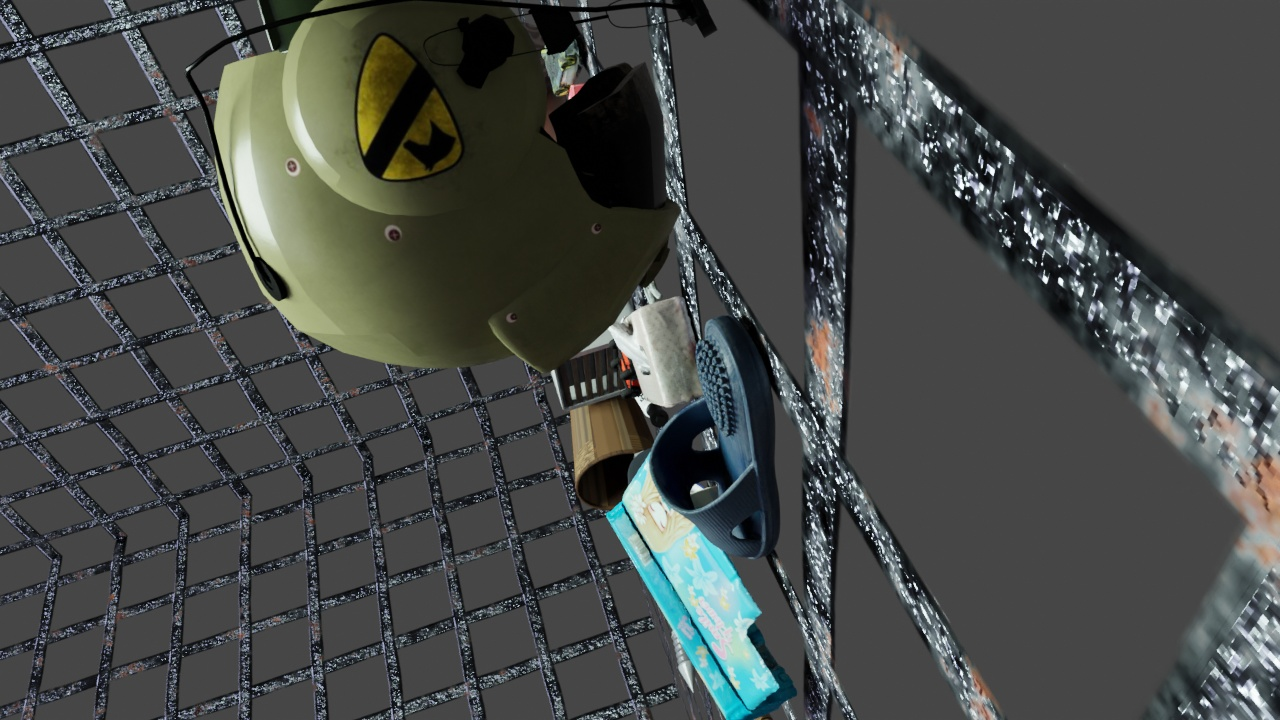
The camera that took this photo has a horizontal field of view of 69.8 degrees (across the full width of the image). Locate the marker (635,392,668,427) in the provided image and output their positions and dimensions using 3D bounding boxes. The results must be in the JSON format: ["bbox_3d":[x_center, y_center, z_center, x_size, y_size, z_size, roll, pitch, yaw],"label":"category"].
[{"bbox_3d":[0.011,0.053,1.157,0.126,0.025,0.025,-125,18,-67],"label":"marker"}]

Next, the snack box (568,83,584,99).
[{"bbox_3d":[-0.055,-0.212,0.961,0.089,0.021,0.133,-177,77,-83],"label":"snack box"}]

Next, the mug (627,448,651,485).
[{"bbox_3d":[0.033,0.165,1.133,0.105,0.071,0.077,41,162,18],"label":"mug"}]

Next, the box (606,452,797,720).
[{"bbox_3d":[0.051,0.209,0.827,0.227,0.083,0.172,56,173,27],"label":"box"}]

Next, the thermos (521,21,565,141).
[{"bbox_3d":[-0.163,-0.287,1.141,0.227,0.172,0.172,94,158,-56],"label":"thermos"}]

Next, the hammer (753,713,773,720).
[{"bbox_3d":[0.107,0.375,1.152,0.318,0.049,0.121,-129,20,-67],"label":"hammer"}]

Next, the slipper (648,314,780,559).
[{"bbox_3d":[0.050,0.076,0.681,0.264,0.082,0.101,82,166,-51],"label":"slipper"}]

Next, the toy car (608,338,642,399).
[{"bbox_3d":[-0.006,0.006,1.078,0.100,0.048,0.051,90,162,-67],"label":"toy car"}]

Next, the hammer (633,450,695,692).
[{"bbox_3d":[0.033,0.277,1.188,0.321,0.043,0.156,-104,16,-46],"label":"hammer"}]

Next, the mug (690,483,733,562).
[{"bbox_3d":[0.056,0.187,0.995,0.112,0.074,0.076,42,164,16],"label":"mug"}]

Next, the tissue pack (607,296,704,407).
[{"bbox_3d":[0.009,-0.008,0.870,0.181,0.071,0.104,-164,56,-86],"label":"tissue pack"}]

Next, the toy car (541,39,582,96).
[{"bbox_3d":[-0.076,-0.305,0.919,0.105,0.033,0.048,143,112,-78],"label":"toy car"}]

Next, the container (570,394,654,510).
[{"bbox_3d":[-0.044,0.114,1.359,0.132,0.132,0.167,80,176,-47],"label":"container"}]

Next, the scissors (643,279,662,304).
[{"bbox_3d":[-0.009,-0.117,0.938,0.090,0.014,0.171,90,158,-74],"label":"scissors"}]

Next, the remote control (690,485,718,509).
[{"bbox_3d":[0.065,0.129,0.870,0.126,0.038,0.018,114,138,-80],"label":"remote control"}]

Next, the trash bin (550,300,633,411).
[{"bbox_3d":[-0.072,-0.031,1.223,0.229,0.114,0.114,93,158,-71],"label":"trash bin"}]

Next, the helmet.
[{"bbox_3d":[-0.088,-0.109,0.490,0.250,0.255,0.233,-122,19,-69],"label":"helmet"}]
